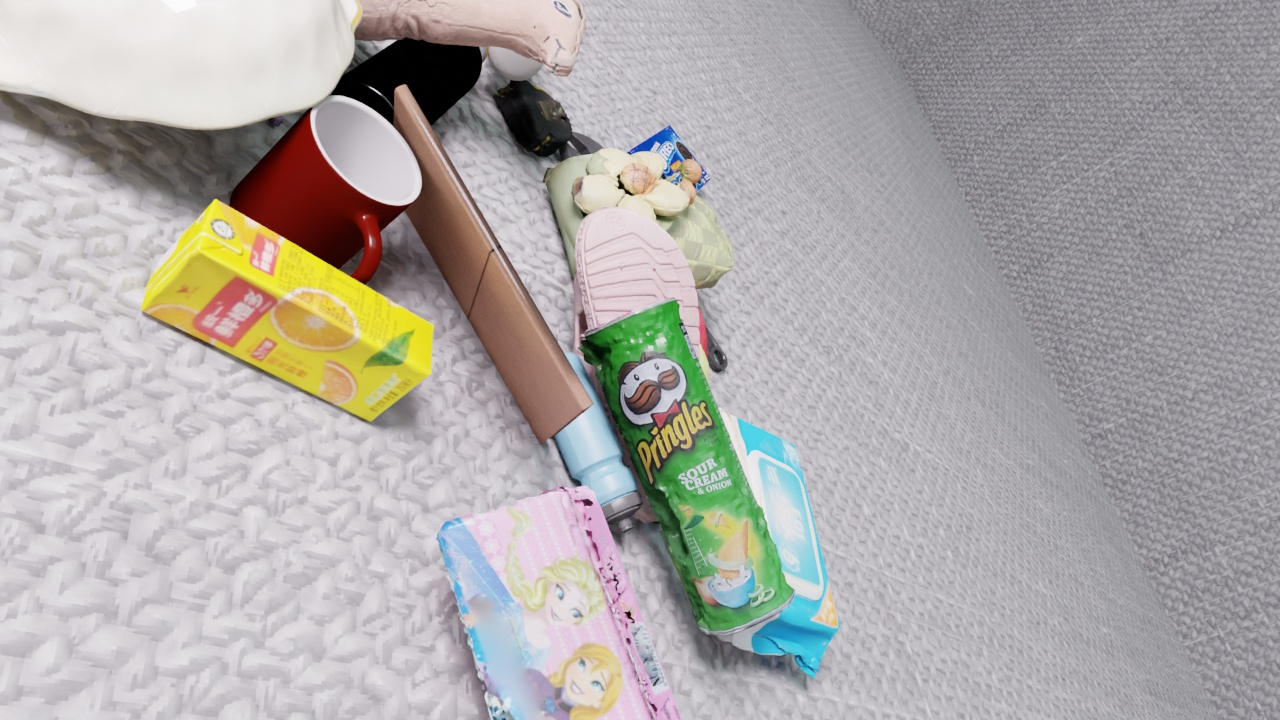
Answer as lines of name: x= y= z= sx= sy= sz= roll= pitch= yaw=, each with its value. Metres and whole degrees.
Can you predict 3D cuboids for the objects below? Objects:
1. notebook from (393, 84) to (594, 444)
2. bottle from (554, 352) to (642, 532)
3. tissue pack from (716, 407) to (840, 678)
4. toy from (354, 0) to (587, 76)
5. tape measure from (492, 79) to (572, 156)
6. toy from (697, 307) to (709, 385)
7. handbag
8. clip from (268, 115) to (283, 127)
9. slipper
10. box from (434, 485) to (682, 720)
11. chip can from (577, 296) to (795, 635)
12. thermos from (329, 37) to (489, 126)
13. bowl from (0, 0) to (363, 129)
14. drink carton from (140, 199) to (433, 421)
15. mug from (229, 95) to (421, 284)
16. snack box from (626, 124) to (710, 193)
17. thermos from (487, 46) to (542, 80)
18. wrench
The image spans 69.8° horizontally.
notebook: x=-0.100 y=-0.049 z=0.575 sx=0.008 sy=0.142 sz=0.209 roll=-29 pitch=86 yaw=-20
bottle: x=-0.036 y=0.059 z=0.642 sx=0.040 sy=0.040 sz=0.130 roll=-4 pitch=65 yaw=-58
tissue pack: x=0.094 y=0.143 z=0.739 sx=0.117 sy=0.066 sz=0.209 roll=29 pitch=42 yaw=-41
toy: x=-0.168 y=-0.276 z=0.650 sx=0.263 sy=0.065 sz=0.196 roll=-9 pitch=61 yaw=-31
tape measure: x=-0.091 y=-0.218 z=0.833 sx=0.062 sy=0.038 sz=0.067 roll=-9 pitch=69 yaw=-59
toy: x=0.035 y=-0.012 z=0.796 sx=0.135 sy=0.045 sz=0.092 roll=-100 pitch=-174 yaw=-56
handbag: x=0.010 y=-0.128 z=0.800 sx=0.186 sy=0.117 sz=0.113 roll=2 pitch=56 yaw=-37
clip: x=-0.241 y=-0.173 z=0.583 sx=0.036 sy=0.013 sz=0.053 roll=-4 pitch=68 yaw=-57
slipper: x=-0.004 y=0.004 z=0.702 sx=0.094 sy=0.065 sz=0.239 roll=-6 pitch=85 yaw=-30
box: x=-0.040 y=0.183 z=0.471 sx=0.096 sy=0.085 sz=0.230 roll=2 pitch=60 yaw=-54
chip can: x=0.032 y=0.072 z=0.622 sx=0.075 sy=0.076 sz=0.223 roll=-21 pitch=89 yaw=-61
thermos: x=-0.164 y=-0.215 z=0.692 sx=0.061 sy=0.061 sz=0.230 roll=47 pitch=30 yaw=-19
bowl: x=-0.243 y=-0.202 z=0.474 sx=0.188 sy=0.060 sz=0.218 roll=44 pitch=46 yaw=16
drink carton: x=-0.180 y=-0.023 z=0.482 sx=0.134 sy=0.059 sz=0.042 roll=33 pitch=35 yaw=-36
mug: x=-0.175 y=-0.083 z=0.521 sx=0.073 sy=0.083 sz=0.105 roll=11 pitch=53 yaw=-53
snack box: x=0.028 y=-0.211 z=1.019 sx=0.082 sy=0.027 sz=0.149 roll=52 pitch=29 yaw=-9
thermos: x=-0.112 y=-0.324 z=0.858 sx=0.052 sy=0.052 sz=0.223 roll=39 pitch=26 yaw=-30
wrench: x=0.006 y=-0.103 z=0.889 sx=0.273 sy=0.018 sz=0.072 roll=56 pitch=38 yaw=-7
